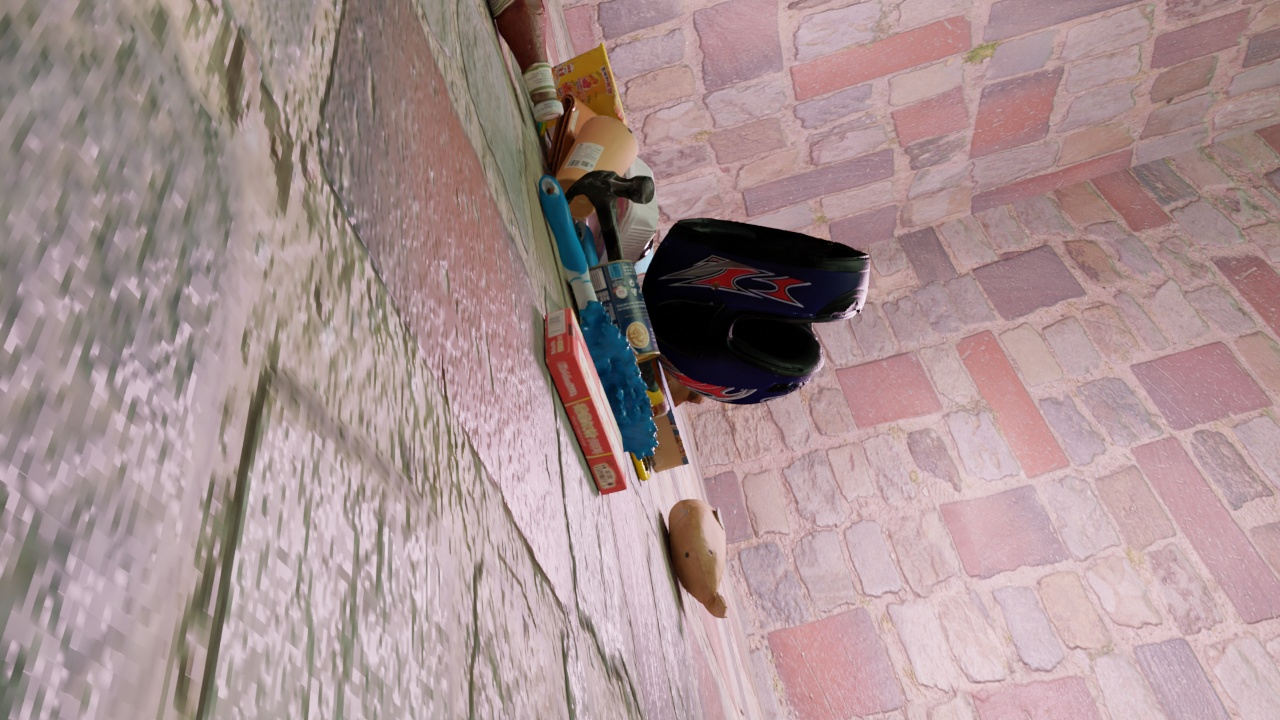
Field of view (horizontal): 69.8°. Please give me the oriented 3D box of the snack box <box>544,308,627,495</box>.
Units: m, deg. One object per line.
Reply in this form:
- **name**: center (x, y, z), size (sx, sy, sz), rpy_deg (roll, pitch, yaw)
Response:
- **snack box**: center (-0.046, 0.037, 0.787), size (0.075, 0.025, 0.153), rpy_deg (-99, 171, -56)

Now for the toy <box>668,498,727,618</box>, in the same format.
- **toy**: center (0.083, 0.270, 1.268), size (0.225, 0.082, 0.143), rpy_deg (-78, 143, -77)

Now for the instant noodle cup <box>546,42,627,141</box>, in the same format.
- **instant noodle cup**: center (-0.084, -0.364, 1.295), size (0.138, 0.110, 0.138), rpy_deg (-14, 88, -87)

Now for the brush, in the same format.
- **brush**: center (-0.052, -0.051, 0.926), size (0.109, 0.060, 0.314), rpy_deg (117, -45, -88)

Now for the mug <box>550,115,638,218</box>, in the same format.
- **mug**: center (-0.059, -0.230, 1.107), size (0.122, 0.078, 0.078), rpy_deg (-65, 147, -41)

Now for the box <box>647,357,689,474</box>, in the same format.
- **box**: center (0.020, 0.071, 1.342), size (0.089, 0.061, 0.184), rpy_deg (-101, 175, -60)

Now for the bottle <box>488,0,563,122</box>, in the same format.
- **bottle**: center (-0.130, -0.373, 1.034), size (0.059, 0.060, 0.206), rpy_deg (-41, 114, -86)

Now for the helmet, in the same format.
- **helmet**: center (0.148, -0.057, 1.253), size (0.246, 0.316, 0.241), rpy_deg (-14, 115, -46)

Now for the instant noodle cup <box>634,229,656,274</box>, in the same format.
- **instant noodle cup**: center (-0.023, -0.175, 1.493), size (0.121, 0.111, 0.111), rpy_deg (81, -3, -54)

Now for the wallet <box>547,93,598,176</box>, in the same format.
- **wallet**: center (-0.073, -0.273, 1.200), size (0.131, 0.031, 0.108), rpy_deg (19, 84, -63)

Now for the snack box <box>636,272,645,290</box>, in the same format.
- **snack box**: center (-0.007, -0.069, 1.418), size (0.094, 0.077, 0.092), rpy_deg (61, 13, -69)

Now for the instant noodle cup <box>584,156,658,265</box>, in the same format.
- **instant noodle cup**: center (-0.024, -0.203, 1.263), size (0.138, 0.060, 0.173), rpy_deg (-56, -151, 39)

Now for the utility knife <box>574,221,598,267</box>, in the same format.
- **utility knife**: center (-0.054, -0.069, 1.175), size (0.034, 0.018, 0.236), rpy_deg (37, 38, -64)

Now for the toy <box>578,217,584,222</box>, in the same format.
- **toy**: center (-0.056, -0.183, 1.387), size (0.105, 0.066, 0.157), rpy_deg (14, 53, -35)

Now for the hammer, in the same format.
- **hammer**: center (-0.021, -0.077, 1.098), size (0.031, 0.126, 0.324), rpy_deg (-50, 141, -40)

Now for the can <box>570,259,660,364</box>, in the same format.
- **can**: center (-0.029, -0.050, 1.016), size (0.075, 0.075, 0.111), rpy_deg (36, 38, -83)

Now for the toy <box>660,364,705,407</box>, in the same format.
- **toy**: center (0.039, -0.002, 1.500), size (0.130, 0.140, 0.199), rpy_deg (23, 41, -49)

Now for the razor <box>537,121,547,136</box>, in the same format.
- **razor**: center (-0.134, -0.345, 1.142), size (0.043, 0.028, 0.132), rpy_deg (-92, 168, -88)

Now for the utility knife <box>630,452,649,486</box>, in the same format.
- **utility knife**: center (-0.011, 0.088, 1.139), size (0.033, 0.015, 0.164), rpy_deg (-72, 147, -67)

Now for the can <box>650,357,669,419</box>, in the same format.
- **can**: center (-0.007, 0.007, 1.231), size (0.058, 0.058, 0.147), rpy_deg (-81, 154, -81)
